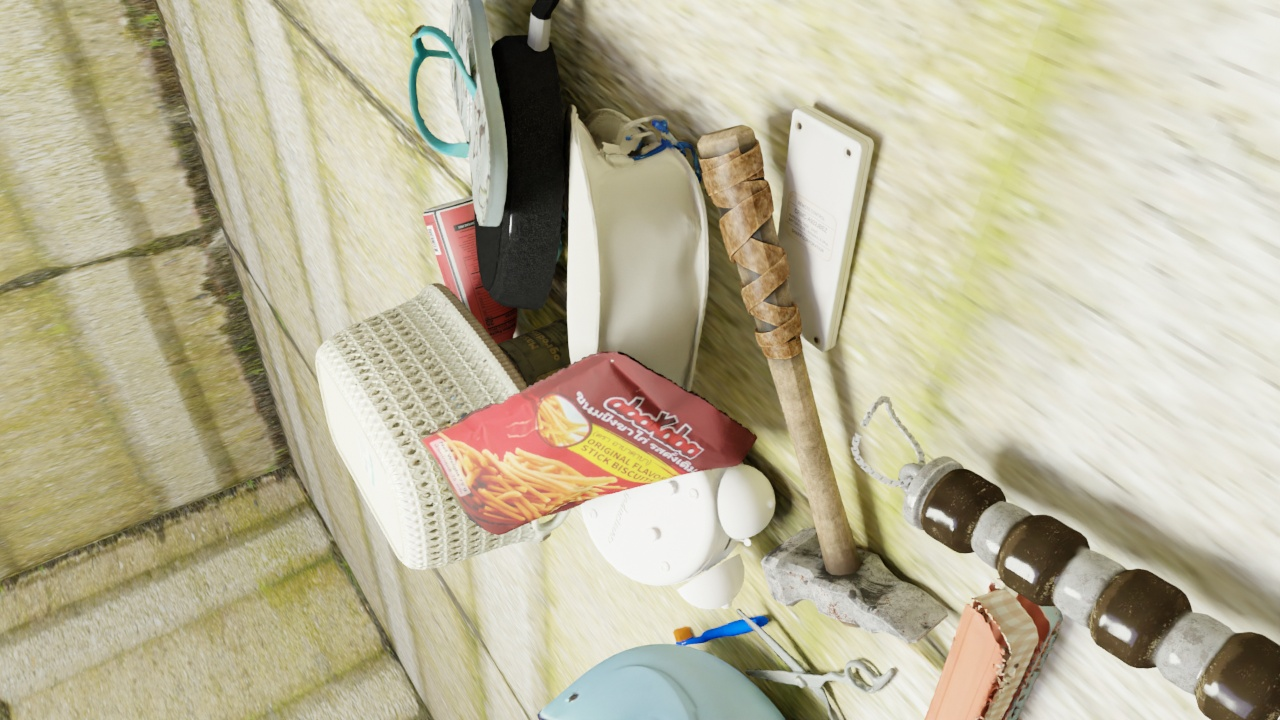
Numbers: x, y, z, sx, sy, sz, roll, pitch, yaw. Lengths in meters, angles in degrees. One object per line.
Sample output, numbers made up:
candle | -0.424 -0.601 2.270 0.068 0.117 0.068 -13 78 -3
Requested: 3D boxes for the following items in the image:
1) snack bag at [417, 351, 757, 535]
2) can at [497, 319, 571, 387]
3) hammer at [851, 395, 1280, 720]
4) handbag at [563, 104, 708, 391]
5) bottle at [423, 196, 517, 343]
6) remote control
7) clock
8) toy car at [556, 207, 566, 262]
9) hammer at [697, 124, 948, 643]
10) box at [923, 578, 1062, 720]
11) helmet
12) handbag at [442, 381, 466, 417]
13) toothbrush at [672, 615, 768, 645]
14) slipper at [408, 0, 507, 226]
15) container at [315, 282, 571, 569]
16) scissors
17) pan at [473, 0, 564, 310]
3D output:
snack bag | -0.041 0.053 0.616 0.208 0.066 0.139 -25 131 34
can | -0.092 0.016 0.850 0.090 0.074 0.090 41 144 40
hammer | 0.212 0.111 0.373 0.326 0.079 0.177 34 138 47
handbag | -0.012 -0.079 0.642 0.201 0.093 0.199 96 161 -44
bottle | -0.163 -0.073 0.923 0.062 0.062 0.177 11 120 58
remote control | 0.098 -0.070 0.511 0.050 0.011 0.136 43 146 38
clock | 0.014 0.104 0.681 0.161 0.072 0.125 31 113 30
toy car | -0.085 -0.106 0.795 0.060 0.027 0.108 53 135 36
hammer | 0.093 0.021 0.541 0.122 0.048 0.319 7 119 56
box | 0.186 0.195 0.521 0.059 0.056 0.187 14 131 19
helmet | 0.046 0.335 0.736 0.266 0.166 0.225 32 156 50
handbag | -0.167 0.067 0.993 0.122 0.118 0.192 -58 37 10
toothbrush | 0.066 0.234 0.798 0.018 0.016 0.183 66 154 12
slipper | -0.133 -0.195 0.648 0.268 0.054 0.098 -111 28 -46
container | -0.178 0.059 0.798 0.246 0.142 0.185 45 145 37
scissors | 0.132 0.237 0.679 0.141 0.014 0.175 55 147 7
pan | -0.083 -0.200 0.649 0.204 0.044 0.357 -111 25 -49
